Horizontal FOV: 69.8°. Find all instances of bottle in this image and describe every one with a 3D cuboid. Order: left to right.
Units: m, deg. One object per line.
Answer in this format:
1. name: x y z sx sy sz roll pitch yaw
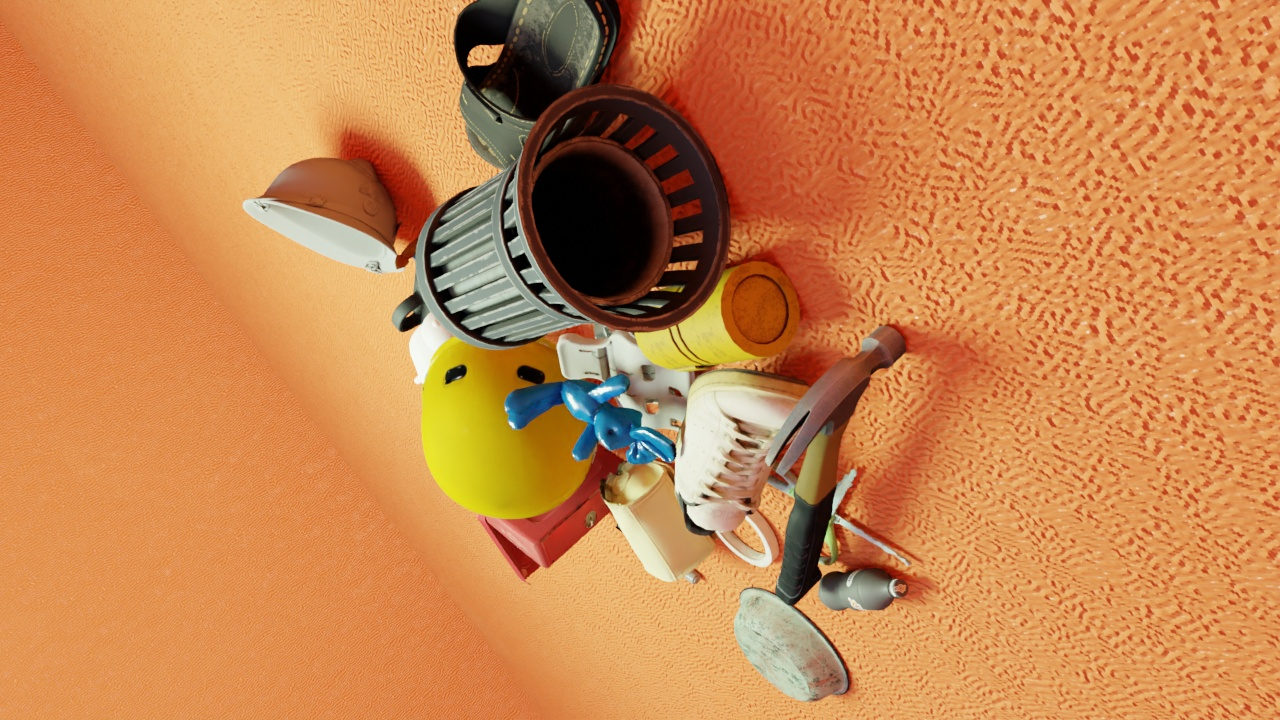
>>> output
1. bottle: 0.046 -0.029 0.721 0.071 0.070 0.164 57 154 -12
2. bottle: 0.199 0.204 0.816 0.036 0.036 0.110 52 154 -1

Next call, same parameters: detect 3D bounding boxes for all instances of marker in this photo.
1. marker: 0.022 0.245 1.181 0.140 0.016 0.016 30 147 37

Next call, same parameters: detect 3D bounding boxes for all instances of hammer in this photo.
1. hammer: 0.135 0.112 0.718 0.025 0.117 0.334 39 154 28

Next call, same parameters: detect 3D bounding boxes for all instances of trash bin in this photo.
1. trash bin: -0.068 -0.089 0.696 0.228 0.163 0.164 -10 116 56

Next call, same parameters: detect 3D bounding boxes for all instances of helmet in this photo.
1. helmet: -0.370 -0.198 1.136 0.272 0.117 0.183 10 164 46
2. helmet: -0.147 0.087 1.004 0.209 0.139 0.240 1 145 5

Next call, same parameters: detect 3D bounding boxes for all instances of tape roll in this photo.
1. tape roll: 0.105 0.176 0.958 0.093 0.013 0.093 38 152 25

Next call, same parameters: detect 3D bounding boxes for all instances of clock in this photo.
1. clock: -0.199 -0.008 1.068 0.072 0.125 0.161 64 154 20

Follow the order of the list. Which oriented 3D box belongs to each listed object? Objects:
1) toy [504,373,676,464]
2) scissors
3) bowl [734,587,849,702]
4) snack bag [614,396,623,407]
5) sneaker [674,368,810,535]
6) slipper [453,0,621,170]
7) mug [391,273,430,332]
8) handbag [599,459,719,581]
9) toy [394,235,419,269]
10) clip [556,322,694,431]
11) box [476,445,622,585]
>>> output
1. toy: -0.038 0.059 0.860 0.176 0.070 0.113 17 154 16
2. scissors: 0.161 0.133 0.811 0.174 0.022 0.172 45 151 24
3. bowl: 0.161 0.330 1.040 0.157 0.038 0.158 38 152 25
4. snack bag: -0.019 0.030 0.962 0.026 0.020 0.099 19 140 60
5. sneaker: 0.071 0.087 0.771 0.089 0.102 0.242 13 155 -4
6. slipper: -0.094 -0.210 0.705 0.113 0.075 0.268 53 154 -3
7. mug: -0.242 -0.073 1.081 0.078 0.113 0.088 50 155 6
8. handbag: 0.013 0.174 1.038 0.119 0.081 0.111 58 161 -17
9. toy: -0.211 -0.104 1.008 0.090 0.102 0.071 57 154 4
10. clip: -0.006 0.005 0.873 0.143 0.072 0.125 27 144 27
11. box: -0.101 0.183 1.141 0.154 0.156 0.169 56 155 -14
